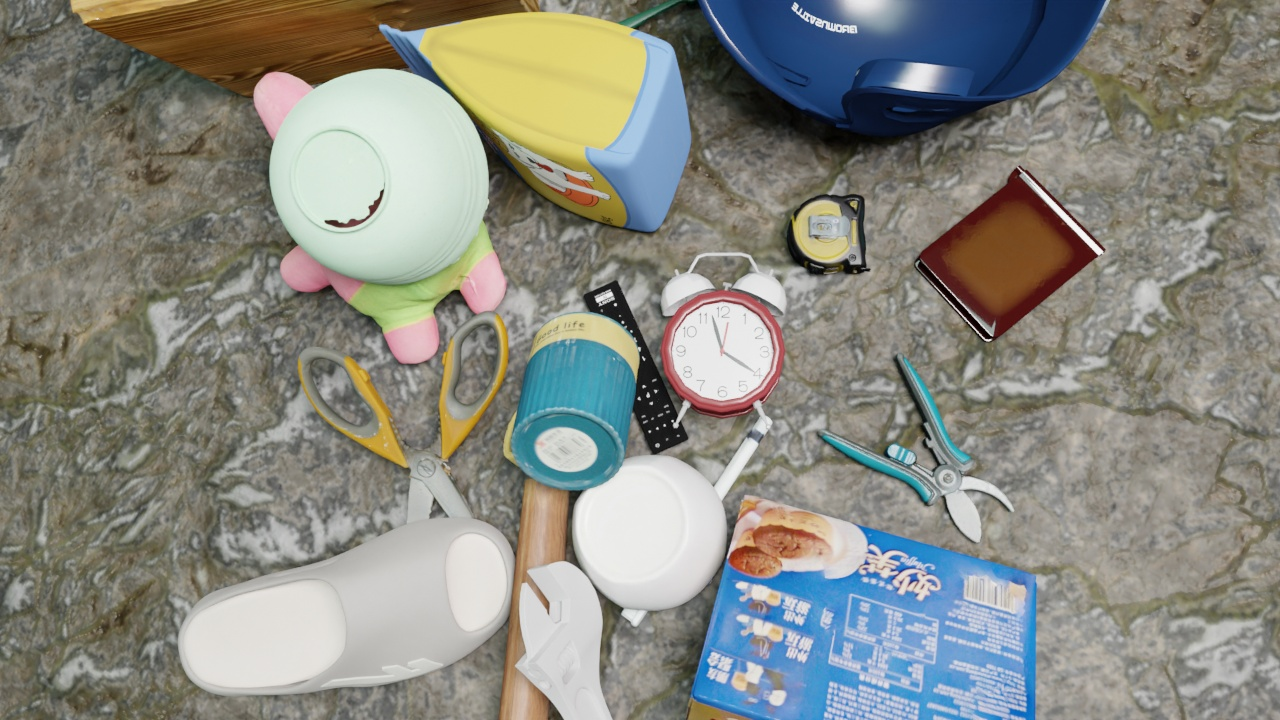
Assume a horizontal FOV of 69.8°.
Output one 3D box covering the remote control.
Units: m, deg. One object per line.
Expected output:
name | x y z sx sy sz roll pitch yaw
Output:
remote control | -0.004 0.004 0.720 0.030 0.009 0.140 -24 78 2

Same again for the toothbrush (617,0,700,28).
toothbrush | -0.026 -0.271 0.770 0.190 0.017 0.016 -25 78 3

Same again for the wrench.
wrench | -0.019 0.266 0.630 0.018 0.086 0.273 -18 100 28

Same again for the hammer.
hammer | -0.081 0.224 0.638 0.037 0.158 0.300 0 67 9

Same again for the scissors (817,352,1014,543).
scissors | 0.208 0.061 0.682 0.154 0.019 0.124 14 83 7

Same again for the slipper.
slipper | -0.223 0.191 0.669 0.266 0.080 0.113 -13 88 4

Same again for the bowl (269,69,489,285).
bowl | -0.185 -0.121 0.614 0.151 0.077 0.151 2 102 9

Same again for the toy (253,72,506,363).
toy | -0.206 -0.117 0.703 0.192 0.096 0.237 -35 105 8

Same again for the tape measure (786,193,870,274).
tape measure | 0.144 -0.097 0.709 0.061 0.034 0.061 -4 79 8

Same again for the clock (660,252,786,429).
clock | 0.062 -0.016 0.697 0.096 0.048 0.137 0 81 6

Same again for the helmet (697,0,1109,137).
helmet | 0.155 -0.279 0.640 0.272 0.223 0.232 15 96 -21

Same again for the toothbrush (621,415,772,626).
toothbrush | 0.043 0.119 0.693 0.017 0.012 0.186 33 85 13

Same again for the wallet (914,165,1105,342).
wallet | 0.280 -0.082 0.702 0.115 0.018 0.091 -38 78 -5

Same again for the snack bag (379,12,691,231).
snack bag | -0.075 -0.185 0.687 0.205 0.159 0.102 19 83 11

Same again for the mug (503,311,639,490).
mug | -0.056 0.037 0.664 0.114 0.107 0.083 -36 120 29

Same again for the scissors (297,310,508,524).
scissors | -0.158 0.057 0.702 0.216 0.016 0.225 -38 92 5

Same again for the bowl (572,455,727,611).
bowl | 0.001 0.121 0.661 0.116 0.065 0.116 -4 73 14

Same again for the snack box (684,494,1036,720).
snack box | 0.146 0.193 0.605 0.203 0.069 0.154 14 50 8

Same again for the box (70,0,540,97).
box | -0.244 -0.398 0.706 0.279 0.284 0.323 -11 91 4
